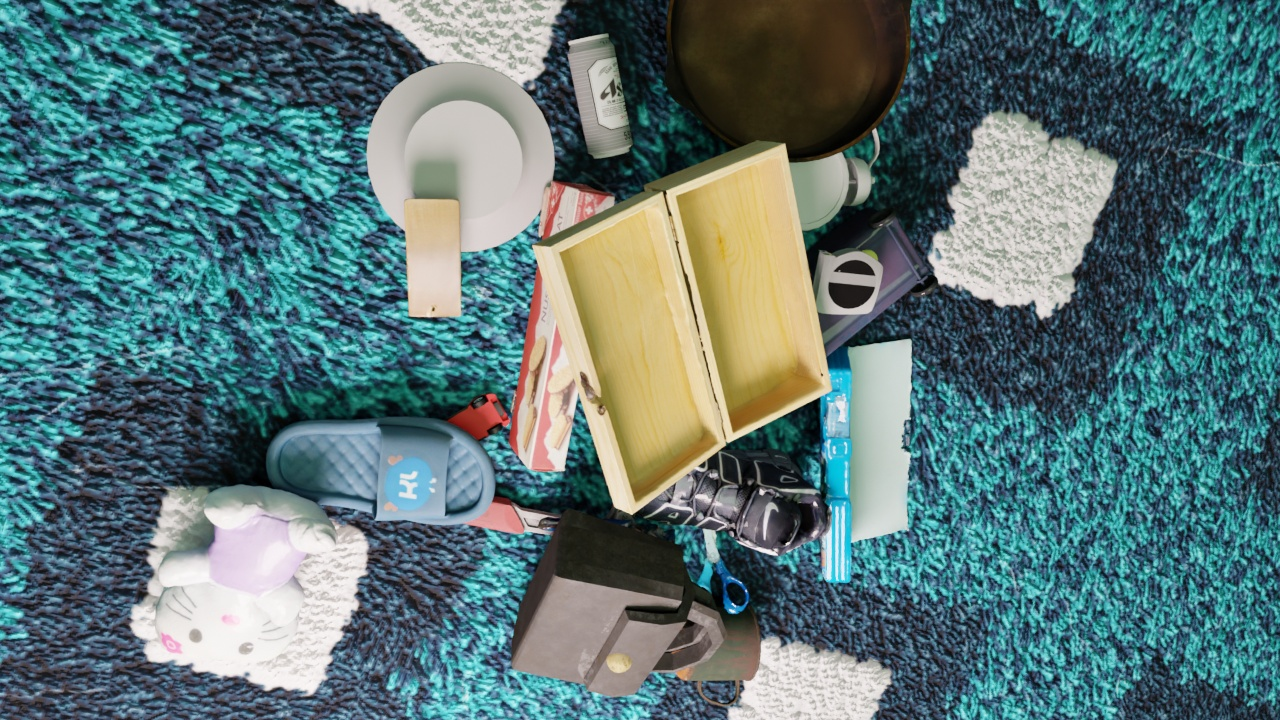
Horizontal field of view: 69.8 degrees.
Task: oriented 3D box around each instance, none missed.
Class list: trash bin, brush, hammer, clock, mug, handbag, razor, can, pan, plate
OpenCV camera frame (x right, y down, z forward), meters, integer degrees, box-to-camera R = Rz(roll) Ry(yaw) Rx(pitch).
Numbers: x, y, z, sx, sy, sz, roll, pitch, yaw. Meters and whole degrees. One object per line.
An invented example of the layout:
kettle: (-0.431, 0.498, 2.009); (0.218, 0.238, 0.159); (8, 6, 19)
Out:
trash bin: (0.203, -0.075, 0.939); (0.161, 0.092, 0.094); (-39, 111, 0)
brush: (-0.191, -0.097, 0.848); (0.049, 0.039, 0.117); (-1, 122, -11)
hammer: (-0.160, 0.157, 0.945); (0.315, 0.036, 0.126); (14, 104, -17)
clock: (0.168, -0.191, 0.918); (0.159, 0.061, 0.120); (-39, 108, -6)
mug: (0.081, 0.327, 1.020); (0.081, 0.085, 0.111); (4, 80, -14)
handbag: (-0.014, 0.268, 0.926); (0.199, 0.102, 0.198); (15, 132, -11)
razor: (-0.034, 0.169, 0.931); (0.141, 0.044, 0.018); (5, 95, 1)
can: (-0.038, -0.245, 0.855); (0.044, 0.044, 0.107); (-15, 108, -10)
pan: (0.105, -0.352, 0.843); (0.248, 0.043, 0.356); (-26, 95, -6)
plate: (-0.164, -0.186, 0.852); (0.172, 0.019, 0.173); (-4, 106, -13)

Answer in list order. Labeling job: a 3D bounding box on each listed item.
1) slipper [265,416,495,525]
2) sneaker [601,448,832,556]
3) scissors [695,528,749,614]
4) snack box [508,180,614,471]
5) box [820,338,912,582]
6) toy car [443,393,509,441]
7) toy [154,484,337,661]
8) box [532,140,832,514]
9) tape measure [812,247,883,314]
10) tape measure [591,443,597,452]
slipper: (-0.242, 0.101, 0.866); (0.213, 0.059, 0.104); (9, 93, -10)
sneaker: (0.090, 0.144, 0.922); (0.252, 0.151, 0.097); (11, 100, -31)
scissors: (0.084, 0.214, 1.010); (0.073, 0.016, 0.134); (0, 77, -9)
snack box: (-0.082, -0.033, 0.887); (0.044, 0.077, 0.273); (4, 105, -26)
box: (0.235, 0.103, 1.023); (0.166, 0.075, 0.244); (-21, 114, -46)
toy car: (-0.178, 0.068, 0.917); (0.089, 0.025, 0.038); (-30, 107, -7)
toy: (-0.372, 0.199, 0.854); (0.137, 0.085, 0.210); (21, 119, -23)
box: (0.047, -0.033, 0.803); (0.256, 0.076, 0.247); (-31, 117, -31)
tape measure: (0.197, -0.076, 0.882); (0.065, 0.016, 0.064); (4, 108, -12)
tape measure: (-0.010, 0.092, 0.969); (0.060, 0.020, 0.062); (-40, 112, -1)
